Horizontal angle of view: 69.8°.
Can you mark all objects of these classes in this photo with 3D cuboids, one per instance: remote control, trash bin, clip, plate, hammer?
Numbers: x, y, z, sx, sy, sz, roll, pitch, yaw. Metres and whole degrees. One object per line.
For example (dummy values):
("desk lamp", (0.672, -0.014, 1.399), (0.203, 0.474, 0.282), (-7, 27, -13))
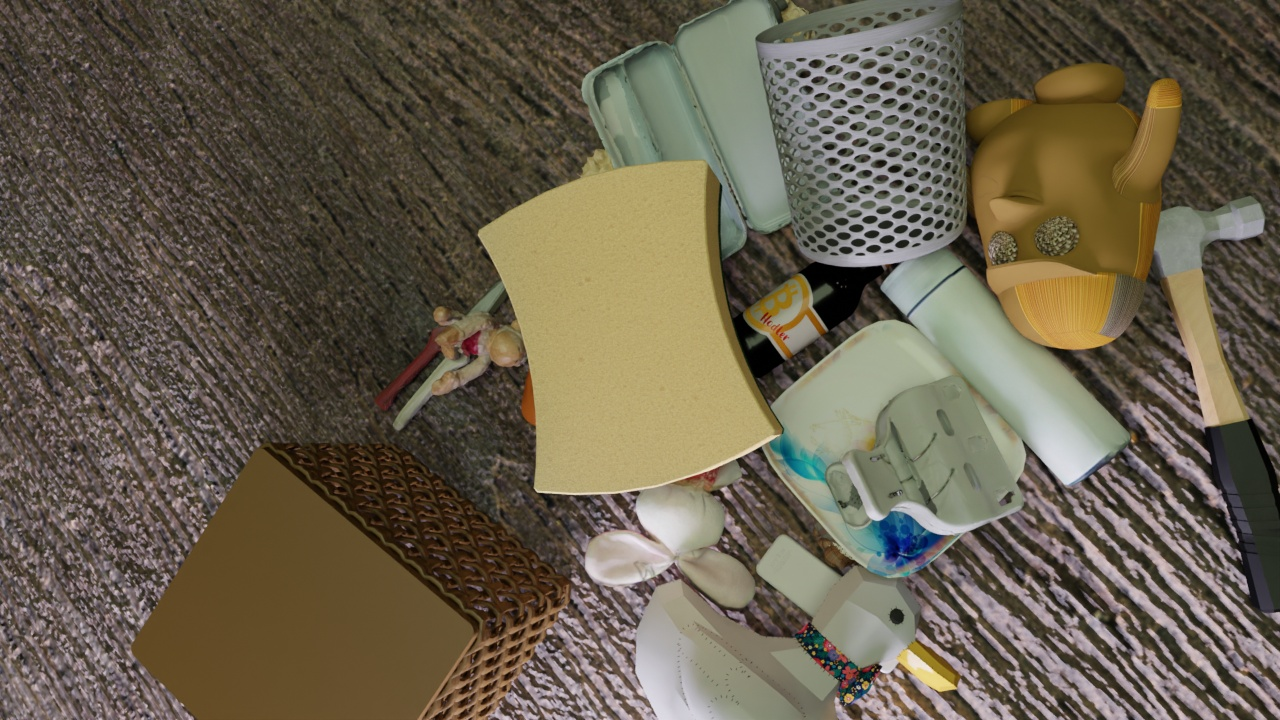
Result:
("remote control", (0.173, 0.217, 0.822), (0.146, 0.008, 0.045), (37, 95, 15))
("trash bin", (0.186, -0.187, 0.750), (0.157, 0.156, 0.183), (-7, 116, 14))
("clip", (0.229, 0.088, 0.755), (0.143, 0.074, 0.124), (-20, 71, -10))
("plate", (0.216, 0.074, 0.796), (0.186, 0.016, 0.187), (-39, 76, -10))
("hammer", (0.471, 0.036, 0.743), (0.131, 0.039, 0.328), (-15, 82, 15))

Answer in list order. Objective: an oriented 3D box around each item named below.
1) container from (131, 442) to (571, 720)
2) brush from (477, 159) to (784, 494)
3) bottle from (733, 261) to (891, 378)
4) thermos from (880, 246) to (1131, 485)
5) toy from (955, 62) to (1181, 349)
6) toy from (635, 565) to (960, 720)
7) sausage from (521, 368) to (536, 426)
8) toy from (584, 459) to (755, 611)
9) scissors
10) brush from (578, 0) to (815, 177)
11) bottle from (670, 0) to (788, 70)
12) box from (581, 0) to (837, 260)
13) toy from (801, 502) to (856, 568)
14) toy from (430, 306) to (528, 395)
("container", (-0.248, 0.232, 0.830), (0.251, 0.214, 0.219), (35, 94, 15))
("brush", (-0.007, -0.023, 0.747), (0.195, 0.075, 0.250), (-15, 83, 13))
("bottle", (0.163, -0.058, 0.824), (0.182, 0.059, 0.059), (-35, 77, 10))
("thermos", (0.304, -0.002, 0.776), (0.068, 0.068, 0.230), (-41, 77, 8))
("toy", (0.329, -0.109, 0.725), (0.162, 0.199, 0.203), (3, 81, -29))
("toy", (0.111, 0.271, 0.770), (0.247, 0.141, 0.267), (33, 86, 12))
("sausage", (-0.078, -0.015, 0.897), (0.044, 0.039, 0.164), (20, 91, 10))
("toy", (0.039, 0.121, 0.833), (0.159, 0.084, 0.194), (9, 84, -3))
("scissors", (-0.203, -0.015, 0.944), (0.146, 0.015, 0.187), (10, 86, 17))
("brush", (0.054, -0.234, 0.871), (0.271, 0.056, 0.083), (-44, 73, 7))
("bottle", (0.072, -0.285, 0.821), (0.130, 0.040, 0.040), (-29, 78, 10))
("box", (0.065, -0.194, 0.817), (0.192, 0.061, 0.210), (-32, 114, -8))
("toy", (0.172, 0.139, 0.812), (0.101, 0.041, 0.055), (61, 139, 21))
("toy", (-0.153, -0.010, 0.902), (0.106, 0.074, 0.085), (-1, 124, -18))
